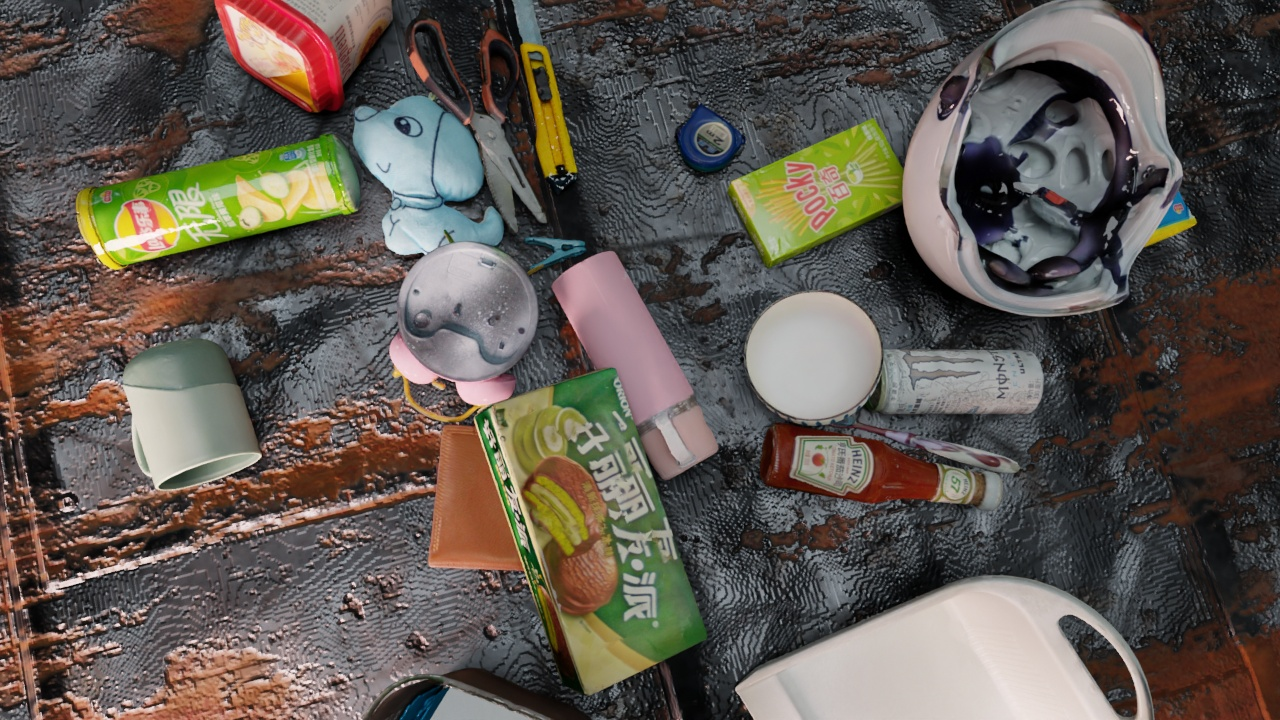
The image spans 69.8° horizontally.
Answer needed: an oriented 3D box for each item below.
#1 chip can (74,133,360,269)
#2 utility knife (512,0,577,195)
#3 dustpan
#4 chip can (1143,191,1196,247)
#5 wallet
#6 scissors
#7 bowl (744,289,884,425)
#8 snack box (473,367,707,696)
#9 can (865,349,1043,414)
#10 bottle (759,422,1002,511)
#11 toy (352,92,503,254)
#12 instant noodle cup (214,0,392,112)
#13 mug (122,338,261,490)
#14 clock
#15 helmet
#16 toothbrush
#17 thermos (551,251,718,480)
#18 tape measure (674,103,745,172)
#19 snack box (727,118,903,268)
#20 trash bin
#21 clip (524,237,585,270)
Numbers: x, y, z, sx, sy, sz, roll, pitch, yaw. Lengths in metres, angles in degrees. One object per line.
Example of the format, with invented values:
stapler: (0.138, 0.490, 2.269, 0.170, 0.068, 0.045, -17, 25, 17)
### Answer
chip can: (-0.357, -0.139, 0.793, 0.221, 0.073, 0.072, -15, 81, -7)
utility knife: (-0.095, -0.260, 0.863, 0.033, 0.015, 0.218, -12, 81, -9)
dustpan: (0.251, 0.291, 0.726, 0.257, 0.143, 0.222, -31, 83, -10)
chip can: (0.443, -0.209, 0.865, 0.071, 0.071, 0.210, -18, 82, -7)
wallet: (-0.126, 0.117, 0.786, 0.101, 0.032, 0.124, 4, 78, -1)
scissors: (-0.137, -0.225, 0.835, 0.197, 0.015, 0.212, 31, 59, -20)
bowl: (0.152, 0.003, 0.801, 0.116, 0.066, 0.116, -4, 73, 13)
snack box: (-0.042, 0.135, 0.747, 0.114, 0.063, 0.240, -17, 86, -26)
can: (0.277, 0.019, 0.818, 0.146, 0.058, 0.058, 1, 79, -4)
bottle: (0.209, 0.098, 0.798, 0.206, 0.060, 0.059, 10, 79, -2)
toy: (-0.190, -0.166, 0.823, 0.161, 0.050, 0.156, 22, 75, -13)
instant noodle cup: (-0.289, -0.307, 0.815, 0.116, 0.116, 0.124, 34, 68, 2)
mug: (-0.381, 0.048, 0.759, 0.112, 0.082, 0.106, -26, 82, 23)
clock: (-0.151, -0.024, 0.786, 0.117, 0.060, 0.158, 20, 90, -4)
helmet: (0.330, -0.167, 0.805, 0.229, 0.146, 0.258, 12, 90, -17)
toothbrush: (0.253, 0.073, 0.827, 0.187, 0.017, 0.016, 15, 79, -1)
thermos: (-0.005, 0.005, 0.786, 0.067, 0.087, 0.198, -29, 82, 4)
tape measure: (0.063, -0.205, 0.860, 0.058, 0.025, 0.054, 37, 81, 7)
snack box: (0.169, -0.157, 0.859, 0.156, 0.026, 0.085, -25, 82, -8)
trash bin: (-0.113, 0.325, 0.652, 0.198, 0.220, 0.198, 24, 79, -1)
clip: (-0.077, -0.100, 0.837, 0.055, 0.013, 0.034, -12, 82, -7)
